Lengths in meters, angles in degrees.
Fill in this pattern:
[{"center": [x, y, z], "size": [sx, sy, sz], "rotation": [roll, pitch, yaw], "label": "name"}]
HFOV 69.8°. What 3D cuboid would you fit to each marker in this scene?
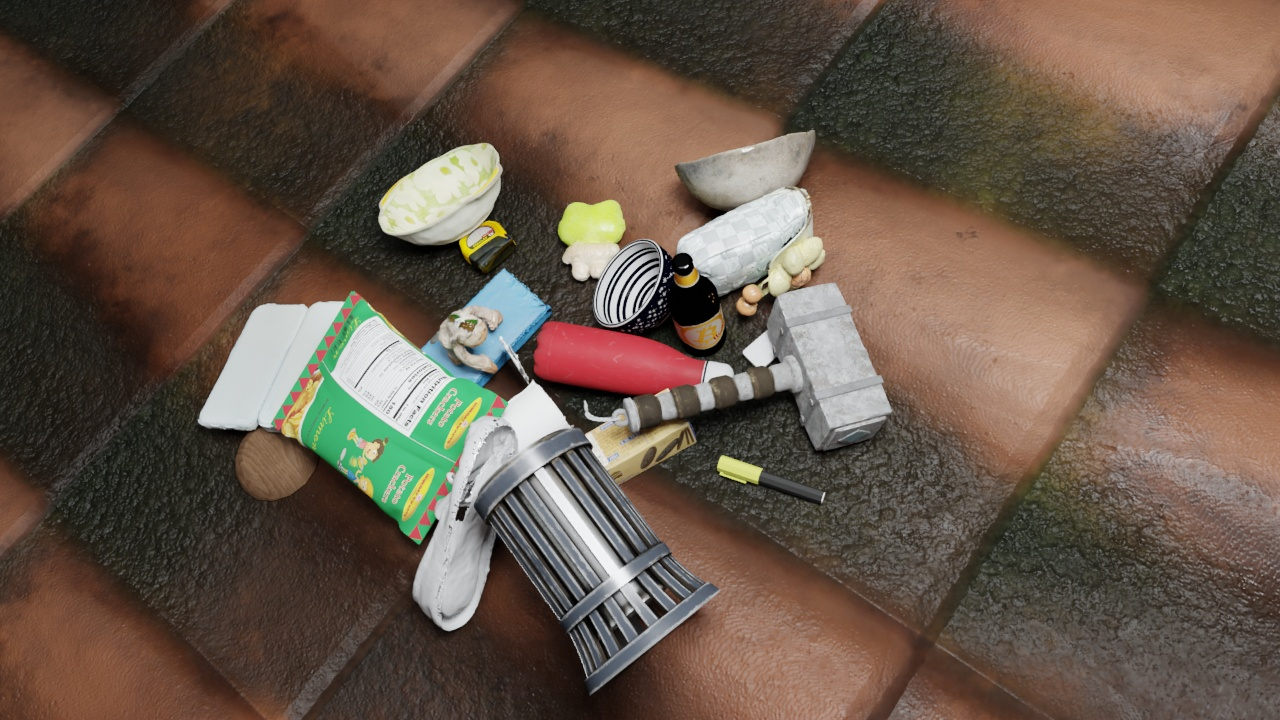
[{"center": [0.147, 0.137, 1.041], "size": [0.124, 0.017, 0.021], "rotation": [17, 103, 18], "label": "marker"}]

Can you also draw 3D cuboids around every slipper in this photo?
[{"center": [-0.196, 0.177, 1.024], "size": [0.075, 0.112, 0.247], "rotation": [21, 103, 16], "label": "slipper"}]

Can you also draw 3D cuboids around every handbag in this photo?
[{"center": [0.135, -0.123, 1.118], "size": [0.171, 0.112, 0.123], "rotation": [-24, 69, 0], "label": "handbag"}]

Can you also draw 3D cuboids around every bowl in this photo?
[{"center": [0.136, -0.231, 1.158], "size": [0.178, 0.178, 0.081], "rotation": [-11, 99, 7], "label": "bowl"}, {"center": [-0.262, -0.216, 1.255], "size": [0.220, 0.060, 0.188], "rotation": [3, 50, 38], "label": "bowl"}, {"center": [0.005, -0.083, 1.143], "size": [0.120, 0.066, 0.120], "rotation": [-28, 48, 36], "label": "bowl"}, {"center": [-0.472, 0.120, 1.179], "size": [0.118, 0.030, 0.117], "rotation": [-5, 64, 10], "label": "bowl"}]

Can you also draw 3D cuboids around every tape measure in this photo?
[{"center": [-0.211, -0.156, 1.249], "size": [0.064, 0.037, 0.065], "rotation": [39, 76, 25], "label": "tape measure"}]

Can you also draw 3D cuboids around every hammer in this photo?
[{"center": [0.100, 0.034, 1.023], "size": [0.326, 0.080, 0.176], "rotation": [-14, 66, -9], "label": "hammer"}]

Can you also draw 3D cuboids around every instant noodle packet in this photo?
[{"center": [-0.303, 0.064, 1.089], "size": [0.253, 0.090, 0.195], "rotation": [34, 94, 17], "label": "instant noodle packet"}]

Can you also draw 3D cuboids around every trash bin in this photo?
[{"center": [-0.053, 0.196, 0.945], "size": [0.164, 0.164, 0.227], "rotation": [-37, 76, -7], "label": "trash bin"}]

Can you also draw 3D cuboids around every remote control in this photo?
[{"center": [0.183, -0.039, 1.119], "size": [0.130, 0.012, 0.033], "rotation": [-40, 65, -8], "label": "remote control"}]

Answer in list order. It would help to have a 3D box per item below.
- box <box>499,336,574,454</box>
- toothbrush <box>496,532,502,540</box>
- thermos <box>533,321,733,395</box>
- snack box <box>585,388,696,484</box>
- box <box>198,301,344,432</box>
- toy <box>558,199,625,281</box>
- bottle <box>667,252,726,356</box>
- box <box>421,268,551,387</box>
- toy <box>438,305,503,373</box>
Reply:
[{"center": [-0.163, 0.056, 1.104], "size": [0.106, 0.080, 0.150], "rotation": [-37, 75, -8], "label": "box"}, {"center": [-0.089, 0.201, 1.064], "size": [0.167, 0.014, 0.016], "rotation": [-2, 64, 12], "label": "toothbrush"}, {"center": [-0.007, 0.006, 1.106], "size": [0.240, 0.073, 0.073], "rotation": [10, 67, 8], "label": "thermos"}, {"center": [-0.039, 0.113, 1.072], "size": [0.206, 0.057, 0.056], "rotation": [-29, 61, -1], "label": "snack box"}, {"center": [-0.472, 0.004, 1.221], "size": [0.189, 0.037, 0.208], "rotation": [5, 55, 13], "label": "box"}, {"center": [-0.066, -0.159, 1.215], "size": [0.092, 0.046, 0.115], "rotation": [-2, 71, 12], "label": "toy"}, {"center": [0.062, -0.068, 1.065], "size": [0.059, 0.182, 0.059], "rotation": [-5, 64, 10], "label": "bottle"}, {"center": [-0.223, -0.011, 1.174], "size": [0.093, 0.052, 0.231], "rotation": [39, 78, 24], "label": "box"}, {"center": [-0.206, -0.039, 1.113], "size": [0.074, 0.106, 0.085], "rotation": [15, 76, 5], "label": "toy"}]
